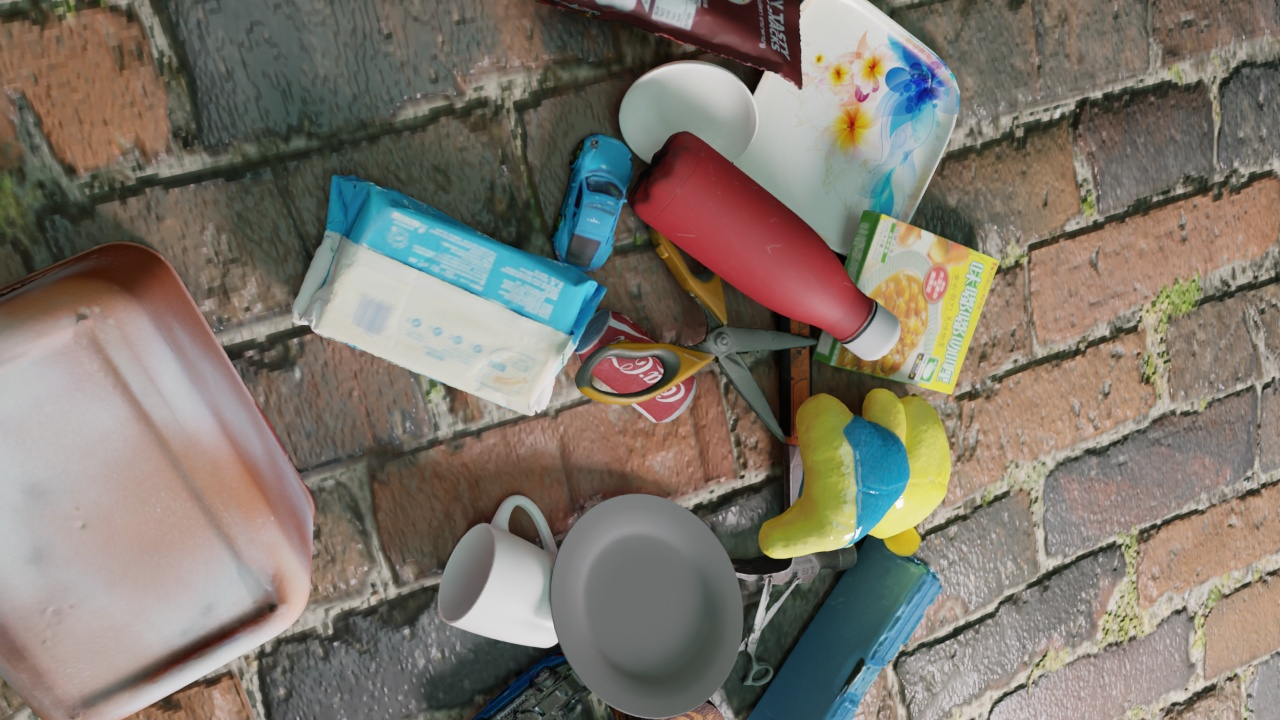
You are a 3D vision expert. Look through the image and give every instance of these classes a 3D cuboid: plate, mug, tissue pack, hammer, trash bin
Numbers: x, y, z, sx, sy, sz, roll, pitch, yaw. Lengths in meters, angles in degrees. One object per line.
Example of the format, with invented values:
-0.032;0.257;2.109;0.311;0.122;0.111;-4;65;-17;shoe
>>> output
0.171;-0.192;0.763;0.187;0.016;0.187;25;91;-25;plate
-0.098;0.168;0.738;0.087;0.081;0.114;30;61;-29;mug
-0.140;-0.045;0.667;0.209;0.066;0.117;22;96;-22;tissue pack
0.021;0.314;0.794;0.080;0.107;0.116;-23;110;-14;mug
0.007;0.197;0.748;0.178;0.012;0.178;13;61;-26;plate
0.037;-0.188;0.693;0.104;0.026;0.104;3;144;2;plate
0.124;0.050;0.805;0.137;0.035;0.315;-8;105;-18;hammer
-0.338;0.074;0.577;0.181;0.157;0.260;-27;110;-12;trash bin

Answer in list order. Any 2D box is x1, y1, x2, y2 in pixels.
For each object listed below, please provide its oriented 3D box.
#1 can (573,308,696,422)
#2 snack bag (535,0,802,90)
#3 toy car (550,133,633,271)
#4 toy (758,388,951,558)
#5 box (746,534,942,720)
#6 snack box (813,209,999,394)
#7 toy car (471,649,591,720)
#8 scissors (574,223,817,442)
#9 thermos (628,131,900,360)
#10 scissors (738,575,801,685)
-0.004;0.004;0.735;0.096;0.054;0.054;39;88;-24;can
0.025;-0.276;0.652;0.207;0.067;0.138;4;66;-19;snack bag
-0.036;-0.121;0.704;0.048;0.032;0.105;14;97;-22;toy car
0.200;0.098;0.777;0.213;0.084;0.149;5;102;-47;toy
0.213;0.293;0.870;0.112;0.094;0.231;32;91;-26;box
0.236;-0.046;0.806;0.167;0.027;0.132;11;100;-35;snack box
-0.096;0.298;0.782;0.120;0.043;0.056;-39;113;-9;toy car
0.040;-0.020;0.716;0.228;0.016;0.225;-31;93;-29;scissors
0.104;-0.079;0.707;0.240;0.073;0.073;35;90;-14;thermos
0.089;0.260;0.839;0.147;0.014;0.142;-20;126;-11;scissors
